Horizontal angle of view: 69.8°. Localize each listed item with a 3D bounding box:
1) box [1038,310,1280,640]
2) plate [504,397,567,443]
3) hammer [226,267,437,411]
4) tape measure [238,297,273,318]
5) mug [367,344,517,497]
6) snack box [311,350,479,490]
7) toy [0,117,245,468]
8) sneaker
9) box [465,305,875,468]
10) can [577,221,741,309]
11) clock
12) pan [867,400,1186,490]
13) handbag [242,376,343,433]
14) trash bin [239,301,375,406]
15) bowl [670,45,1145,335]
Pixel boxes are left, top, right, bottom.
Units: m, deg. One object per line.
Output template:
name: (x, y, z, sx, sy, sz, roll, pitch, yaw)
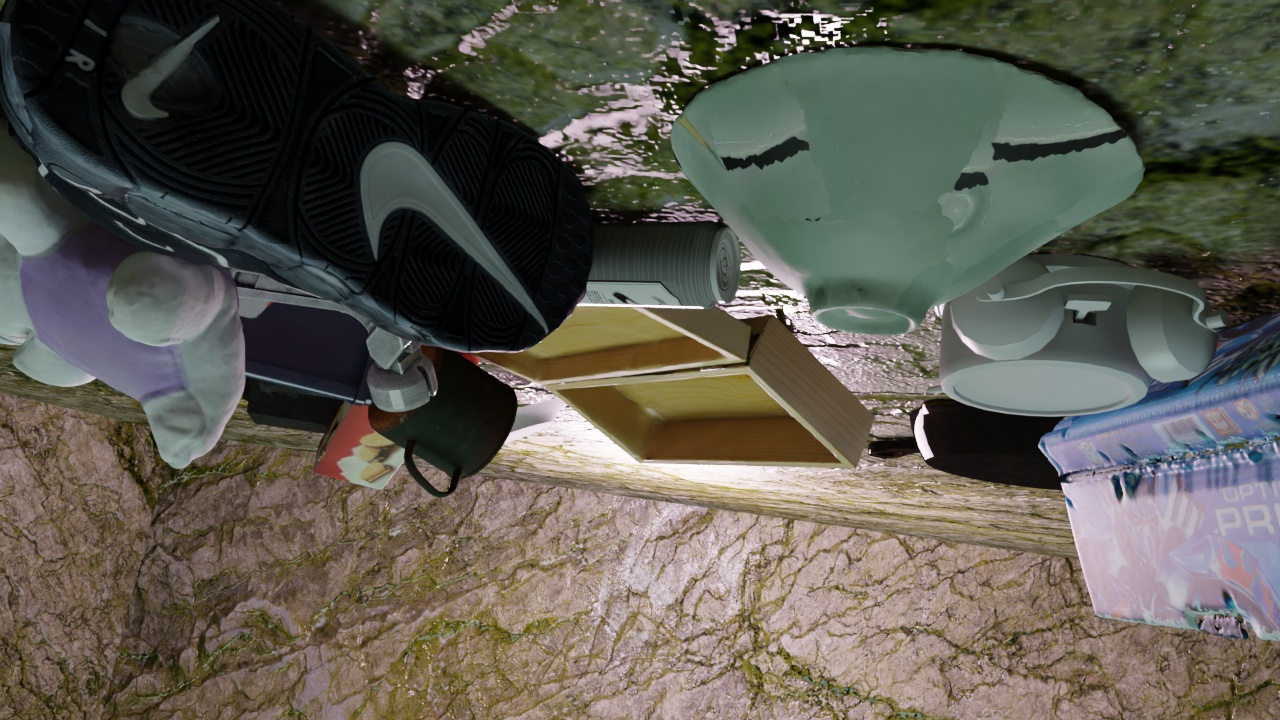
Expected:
box: (0.273, 0.043, 0.443, 0.075, 0.166, 0.244, 22, 168, 3)
plate: (-0.151, 0.079, 1.038, 0.173, 0.019, 0.173, -19, 173, -3)
hammer: (-0.264, -0.053, 0.528, 0.316, 0.036, 0.126, 8, 125, 22)
tape measure: (-0.254, -0.060, 0.570, 0.060, 0.062, 0.020, 11, -156, -9)
mug: (-0.153, 0.046, 0.690, 0.085, 0.110, 0.081, -24, 133, 35)
snack box: (-0.226, 0.044, 0.827, 0.076, 0.044, 0.274, 19, 143, -24)
toy: (-0.282, -0.046, 0.455, 0.209, 0.085, 0.138, 28, 137, 20)
sneaker: (-0.142, -0.067, 0.389, 0.151, 0.097, 0.252, 6, 168, 42)
box: (-0.004, 0.006, 0.671, 0.257, 0.076, 0.248, 27, 159, -33)
can: (-0.005, -0.049, 0.472, 0.107, 0.044, 0.044, 3, 167, 25)
clock: (0.205, -0.017, 0.449, 0.120, 0.061, 0.159, 8, 163, 2)
pan: (0.332, 0.091, 0.875, 0.248, 0.043, 0.357, 13, 167, -20)
handbag: (-0.309, 0.038, 0.956, 0.197, 0.102, 0.199, 8, 168, 2)
trash bin: (-0.260, -0.025, 0.654, 0.160, 0.093, 0.092, 17, 175, -27)
bowl: (0.092, -0.047, 0.357, 0.174, 0.067, 0.174, 11, 169, 2)
